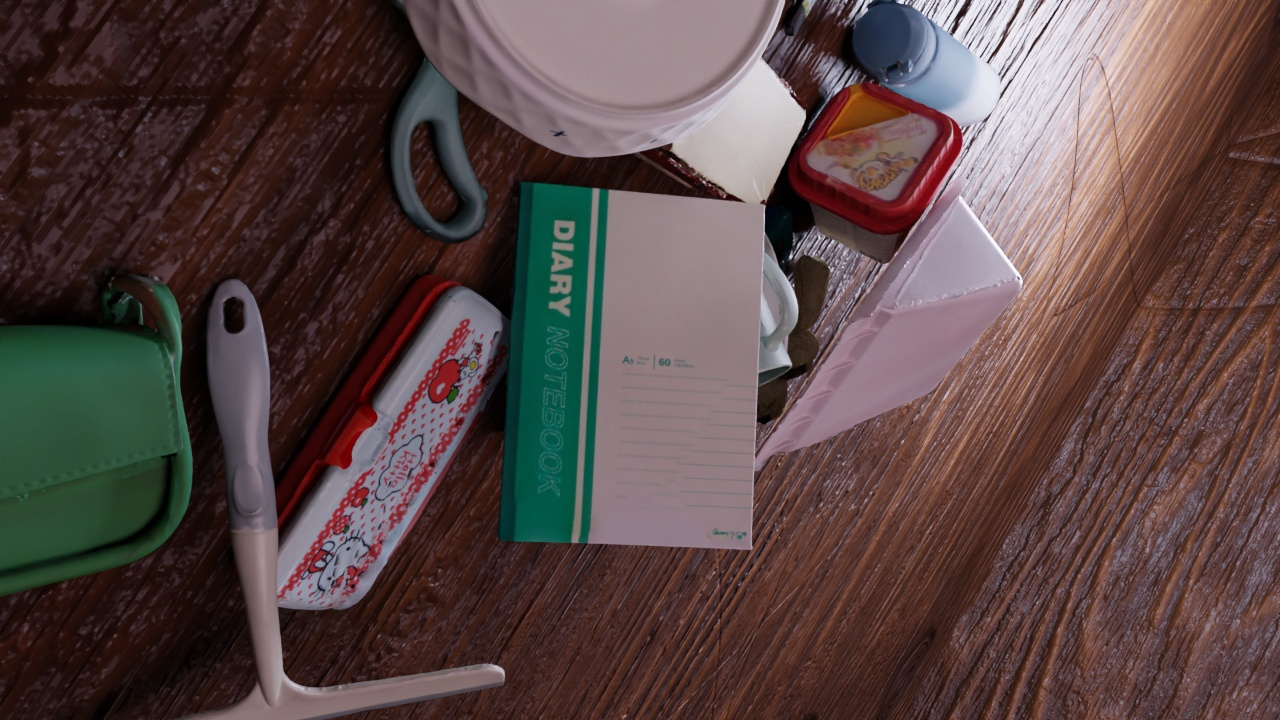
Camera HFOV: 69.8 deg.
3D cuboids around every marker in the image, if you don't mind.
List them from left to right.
[{"bbox_3d":[0.137,-0.294,0.669,0.018,0.015,0.124,20,101,-56],"label":"marker"}]

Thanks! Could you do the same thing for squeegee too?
[{"bbox_3d":[-0.186,0.085,0.444,0.246,0.039,0.247,-4,106,-20],"label":"squeegee"}]

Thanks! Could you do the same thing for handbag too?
[{"bbox_3d":[-0.244,0.026,0.352,0.131,0.068,0.120,-5,111,-51],"label":"handbag"}]

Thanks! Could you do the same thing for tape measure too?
[{"bbox_3d":[0.108,-0.093,0.766,0.058,0.025,0.054,-51,147,-22],"label":"tape measure"}]

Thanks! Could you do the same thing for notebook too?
[{"bbox_3d":[-0.003,0.003,0.540,0.012,0.150,0.209,151,-58,-80],"label":"notebook"}]

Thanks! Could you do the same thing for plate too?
[{"bbox_3d":[-0.013,-0.199,0.425,0.204,0.045,0.205,-6,104,-26],"label":"plate"}]

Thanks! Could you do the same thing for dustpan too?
[{"bbox_3d":[0.190,-0.045,0.783,0.272,0.138,0.223,-15,151,-29],"label":"dustpan"}]

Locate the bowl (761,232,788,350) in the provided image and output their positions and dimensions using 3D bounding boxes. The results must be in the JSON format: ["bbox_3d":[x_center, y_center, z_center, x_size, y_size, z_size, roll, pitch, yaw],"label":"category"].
[{"bbox_3d":[0.063,-0.040,0.698,0.064,0.118,0.118,-9,130,-7],"label":"bowl"}]

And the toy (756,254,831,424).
[{"bbox_3d":[0.131,-0.019,0.832,0.105,0.066,0.157,-136,-112,-80],"label":"toy"}]

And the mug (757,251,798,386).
[{"bbox_3d":[0.052,-0.034,0.604,0.082,0.106,0.112,-10,166,-42],"label":"mug"}]

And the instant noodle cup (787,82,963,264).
[{"bbox_3d":[0.197,-0.151,0.779,0.116,0.117,0.124,-55,159,-9],"label":"instant noodle cup"}]

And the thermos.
[{"bbox_3d":[0.254,-0.259,0.808,0.220,0.070,0.070,-1,115,-53],"label":"thermos"}]

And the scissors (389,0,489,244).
[{"bbox_3d":[-0.091,-0.133,0.476,0.173,0.019,0.177,23,96,-59],"label":"scissors"}]

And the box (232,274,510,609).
[{"bbox_3d":[-0.141,0.051,0.520,0.201,0.048,0.087,-58,147,-6],"label":"box"}]

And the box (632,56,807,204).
[{"bbox_3d":[0.049,-0.154,0.577,0.168,0.079,0.091,10,106,-63],"label":"box"}]
